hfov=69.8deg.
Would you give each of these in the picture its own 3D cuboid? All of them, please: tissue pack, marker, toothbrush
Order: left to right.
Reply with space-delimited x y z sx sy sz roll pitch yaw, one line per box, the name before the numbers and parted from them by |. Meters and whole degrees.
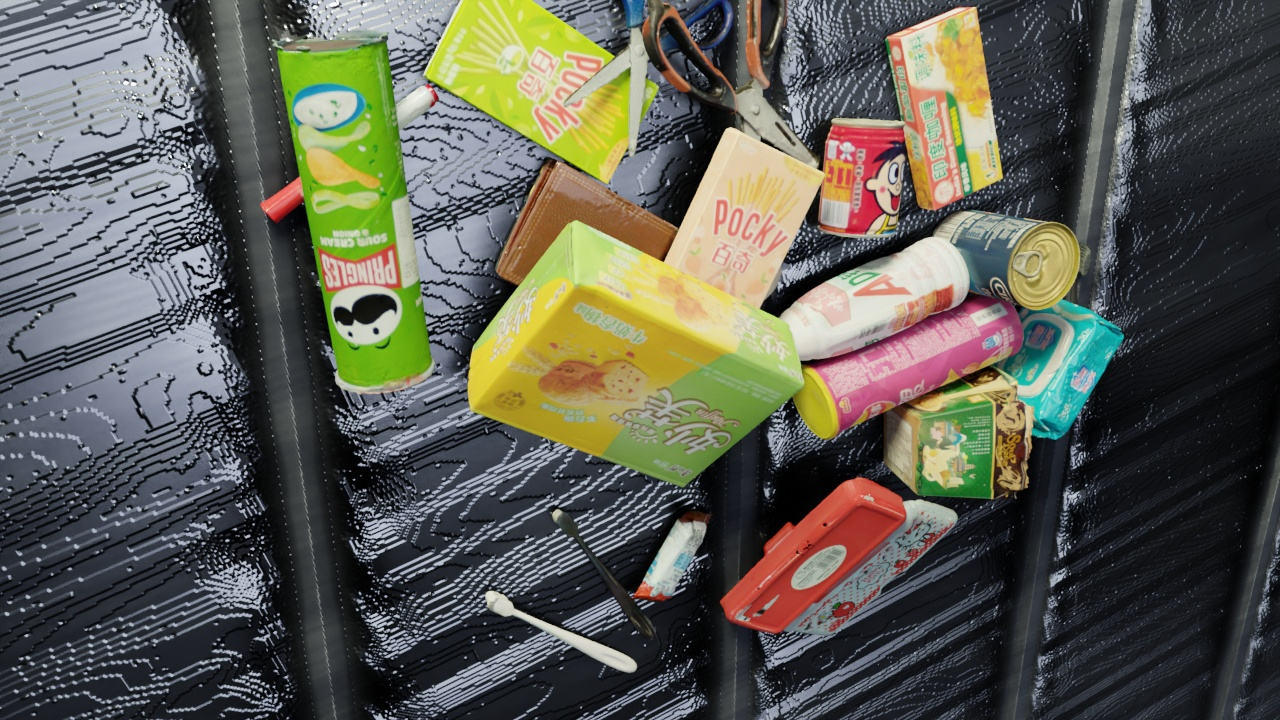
marker | -0.203 -0.147 0.645 0.145 0.017 0.017 -39 117 -6
toothbrush | -0.069 0.249 0.836 0.180 0.016 0.016 36 94 -30
toothbrush | -0.030 0.198 0.833 0.015 0.018 0.181 -43 121 -19
tissue pack | 0.393 0.006 0.894 0.050 0.093 0.133 25 96 -31
toothbrush | 0.446 -0.029 0.948 0.014 0.017 0.189 -9 112 -19

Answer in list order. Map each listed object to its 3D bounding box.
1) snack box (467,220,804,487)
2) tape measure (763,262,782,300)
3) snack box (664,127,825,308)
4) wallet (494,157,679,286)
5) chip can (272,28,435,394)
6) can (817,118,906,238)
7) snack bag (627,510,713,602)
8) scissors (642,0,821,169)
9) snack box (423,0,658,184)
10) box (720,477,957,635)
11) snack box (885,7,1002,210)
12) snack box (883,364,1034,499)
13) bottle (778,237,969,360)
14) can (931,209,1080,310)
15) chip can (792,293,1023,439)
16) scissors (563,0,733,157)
snack box | -0.004 0.004 0.707 0.210 0.070 0.158 23 131 -27
tape measure | 0.084 -0.079 0.775 0.066 0.033 0.066 28 97 -25
snack box | 0.074 -0.094 0.728 0.084 0.026 0.157 19 106 -23
wallet | -0.041 -0.087 0.724 0.124 0.032 0.101 25 100 -26
chip can | -0.189 -0.097 0.622 0.072 0.072 0.236 -11 117 -19
can | 0.186 -0.154 0.772 0.066 0.066 0.094 -5 109 -21
snack bag | 0.029 0.182 0.843 0.048 0.026 0.104 21 98 -50
scissors | 0.079 -0.214 0.718 0.188 0.015 0.225 -12 108 -36
snack box | -0.070 -0.205 0.674 0.156 0.026 0.086 27 96 -28
box | 0.190 0.196 0.870 0.158 0.039 0.201 23 122 -26
snack box | 0.268 -0.219 0.805 0.077 0.027 0.156 -25 115 -11
snack box | 0.293 0.069 0.875 0.105 0.117 0.118 -6 107 -7
bottle | 0.191 -0.046 0.811 0.196 0.068 0.068 -23 114 -12
can | 0.322 -0.093 0.823 0.075 0.111 0.075 -6 107 -20
chip can | 0.246 0.002 0.846 0.210 0.071 0.071 -21 114 -15
scissors | 0.004 -0.242 0.681 0.162 0.012 0.174 -19 102 -28
